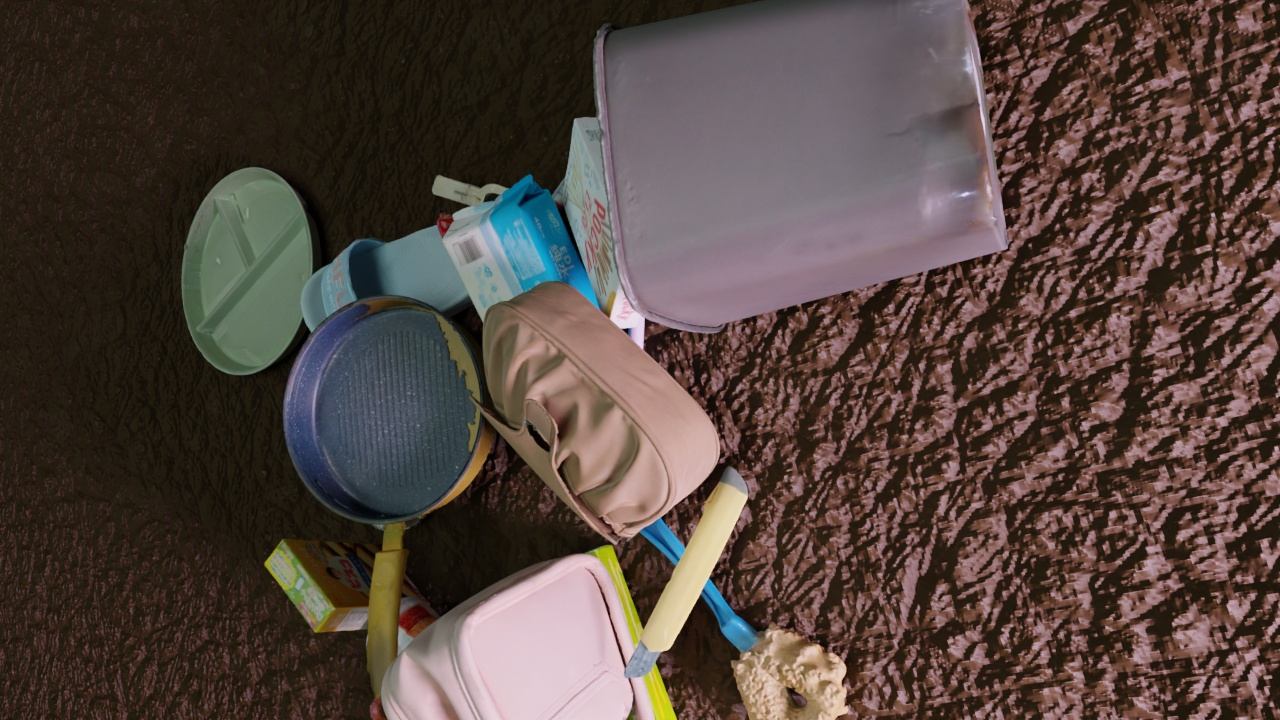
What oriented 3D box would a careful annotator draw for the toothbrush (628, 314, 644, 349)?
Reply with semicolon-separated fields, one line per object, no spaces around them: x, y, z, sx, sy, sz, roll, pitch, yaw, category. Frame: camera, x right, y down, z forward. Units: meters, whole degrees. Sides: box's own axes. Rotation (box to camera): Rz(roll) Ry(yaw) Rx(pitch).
-0.005;0.004;0.756;0.021;0.029;0.189;180;92;-76;toothbrush

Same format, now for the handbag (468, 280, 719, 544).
-0.047;0.043;0.695;0.204;0.099;0.148;42;137;20;handbag

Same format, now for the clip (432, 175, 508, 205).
-0.144;-0.146;0.822;0.104;0.076;0.034;22;100;19;clip

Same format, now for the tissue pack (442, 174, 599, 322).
-0.097;-0.075;0.773;0.090;0.063;0.140;-19;103;30;tissue pack

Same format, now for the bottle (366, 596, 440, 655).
-0.148;0.277;0.789;0.197;0.068;0.068;24;101;28;bottle

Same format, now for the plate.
-0.432;-0.098;1.017;0.231;0.027;0.230;-1;89;32;plate

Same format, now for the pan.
-0.213;0.119;0.776;0.198;0.078;0.357;-10;82;16;pan

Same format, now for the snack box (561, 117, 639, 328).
-0.028;-0.110;0.719;0.085;0.026;0.156;107;151;-48;snack box

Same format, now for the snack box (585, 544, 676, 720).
-0.035;0.242;0.766;0.086;0.026;0.156;-30;73;27;snack box

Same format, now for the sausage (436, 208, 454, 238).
-0.141;-0.061;0.809;0.020;0.020;0.156;-15;107;30;sausage

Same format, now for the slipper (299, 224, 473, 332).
-0.239;-0.070;0.871;0.246;0.074;0.104;-16;81;29;slipper

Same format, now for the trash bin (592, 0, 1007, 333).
0.110;-0.135;0.598;0.220;0.198;0.198;-10;84;25;trash bin

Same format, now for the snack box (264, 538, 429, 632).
-0.265;0.206;0.842;0.087;0.140;0.034;41;97;26;snack box

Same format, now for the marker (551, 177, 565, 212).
-0.034;-0.186;0.782;0.017;0.017;0.145;47;112;24;marker

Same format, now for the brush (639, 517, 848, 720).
0.061;0.189;0.706;0.254;0.045;0.083;45;114;28;brush

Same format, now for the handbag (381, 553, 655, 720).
-0.059;0.271;0.665;0.094;0.192;0.234;-33;82;28;handbag

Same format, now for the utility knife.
0.036;0.160;0.692;0.031;0.019;0.176;21;69;33;utility knife

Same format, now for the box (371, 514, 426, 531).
-0.221;0.082;0.854;0.075;0.076;0.164;32;105;26;box
